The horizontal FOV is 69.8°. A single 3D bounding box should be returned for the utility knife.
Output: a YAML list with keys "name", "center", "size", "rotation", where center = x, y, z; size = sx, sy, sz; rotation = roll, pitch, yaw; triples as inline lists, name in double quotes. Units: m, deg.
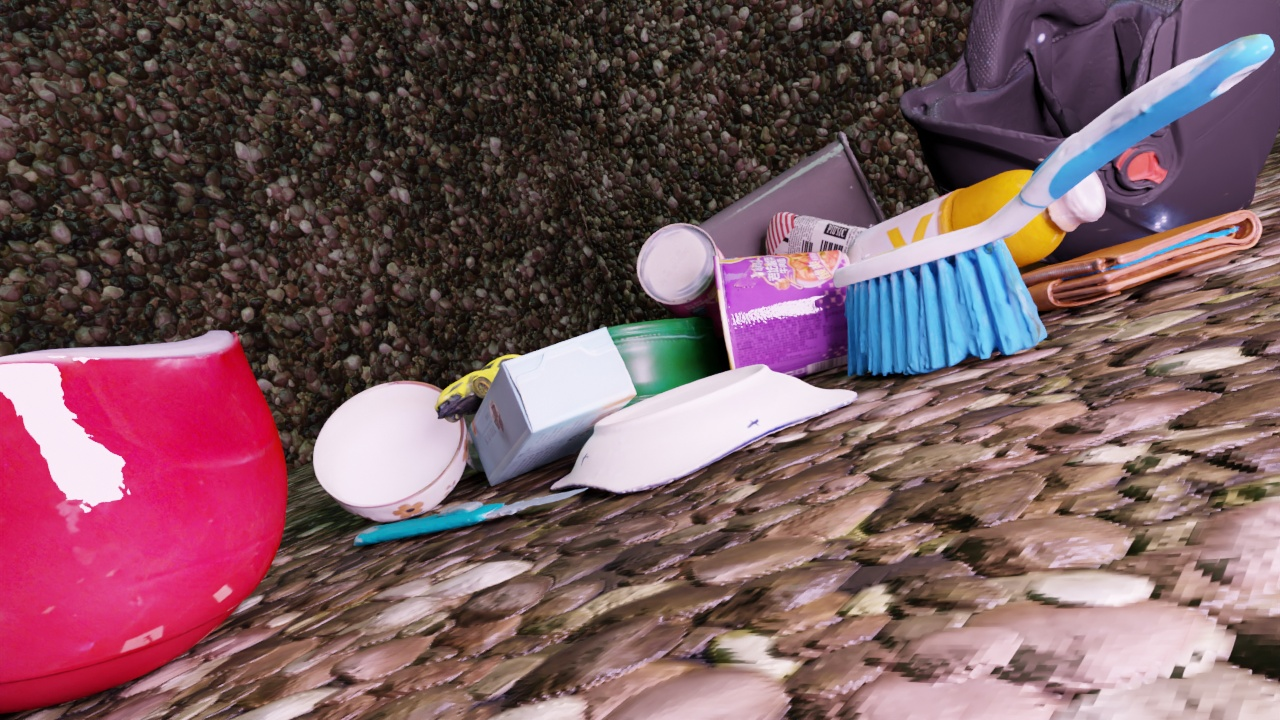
- name: "utility knife"
  center: [-0.113, 0.096, 0.562]
  size: [0.222, 0.013, 0.029]
  rotation: [-17, 4, 39]

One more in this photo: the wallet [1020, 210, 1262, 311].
- name: "wallet"
  center: [0.287, -0.057, 0.575]
  size: [0.119, 0.035, 0.131]
  rotation: [-22, 0, -9]

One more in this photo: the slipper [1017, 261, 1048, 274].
- name: "slipper"
  center: [0.303, -0.096, 0.818]
  size: [0.092, 0.081, 0.190]
  rotation: [-14, 8, 37]

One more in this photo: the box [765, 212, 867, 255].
- name: "box"
  center: [0.165, -0.096, 0.836]
  size: [0.081, 0.075, 0.163]
  rotation: [26, 3, -34]

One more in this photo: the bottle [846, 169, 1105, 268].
- name: "bottle"
  center: [0.230, -0.087, 0.650]
  size: [0.067, 0.068, 0.190]
  rotation: [-21, 0, -34]

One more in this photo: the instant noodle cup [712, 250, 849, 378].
- name: "instant noodle cup"
  center: [0.111, -0.034, 0.688]
  size: [0.099, 0.111, 0.111]
  rotation: [-11, 4, 7]

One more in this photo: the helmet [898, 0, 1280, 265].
- name: "helmet"
  center: [0.342, -0.181, 0.703]
  size: [0.274, 0.230, 0.233]
  rotation: [-22, 28, -3]

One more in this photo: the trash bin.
- name: "trash bin"
  center: [0.167, -0.112, 1.013]
  size: [0.220, 0.198, 0.198]
  rotation: [-24, 1, 16]

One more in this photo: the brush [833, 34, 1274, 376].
- name: "brush"
  center: [0.187, -0.055, 0.475]
  size: [0.060, 0.109, 0.315]
  rotation: [-18, 2, -19]

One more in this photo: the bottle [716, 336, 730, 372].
- name: "bottle"
  center: [0.151, -0.023, 0.781]
  size: [0.195, 0.044, 0.079]
  rotation: [-17, -5, 23]

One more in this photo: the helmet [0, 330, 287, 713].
- name: "helmet"
  center: [-0.284, 0.097, 0.454]
  size: [0.240, 0.144, 0.206]
  rotation: [-33, 0, 11]

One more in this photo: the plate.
- name: "plate"
  center: [0.029, 0.036, 0.556]
  size: [0.163, 0.034, 0.165]
  rotation: [-21, 2, -25]

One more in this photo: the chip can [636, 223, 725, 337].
- name: "chip can"
  center: [0.061, -0.057, 0.835]
  size: [0.071, 0.071, 0.210]
  rotation: [-18, -17, 14]

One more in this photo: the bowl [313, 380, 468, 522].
- name: "bowl"
  center: [-0.183, 0.078, 0.700]
  size: [0.113, 0.113, 0.062]
  rotation: [-20, -41, -9]

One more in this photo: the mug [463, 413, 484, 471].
- name: "mug"
  center: [-0.113, 0.056, 0.801]
  size: [0.124, 0.083, 0.103]
  rotation: [6, -3, -16]

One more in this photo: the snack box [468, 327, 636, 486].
- name: "snack box"
  center: [-0.068, 0.037, 0.641]
  size: [0.074, 0.051, 0.175]
  rotation: [-19, -12, -23]

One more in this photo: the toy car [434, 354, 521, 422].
- name: "toy car"
  center: [-0.110, 0.017, 0.684]
  size: [0.048, 0.032, 0.105]
  rotation: [-34, -11, 38]

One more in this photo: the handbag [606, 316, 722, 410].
- name: "handbag"
  center: [-0.004, 0.004, 0.751]
  size: [0.120, 0.068, 0.131]
  rotation: [-6, 1, 39]
